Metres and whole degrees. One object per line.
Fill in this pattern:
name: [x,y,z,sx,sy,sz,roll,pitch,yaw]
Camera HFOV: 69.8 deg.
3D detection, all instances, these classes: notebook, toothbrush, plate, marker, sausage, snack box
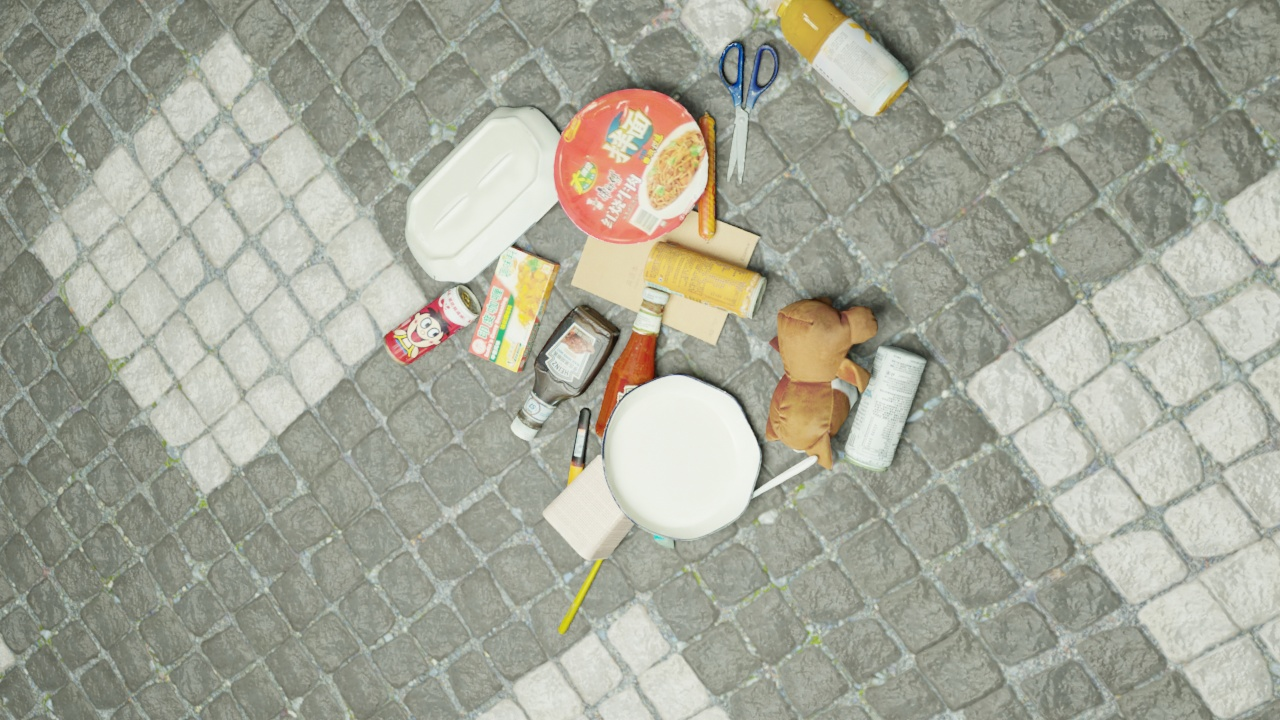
notebook: [0.029,-0.127,1.182,0.211,0.012,0.149,24,102,12]
toothbrush: [0.161,0.158,1.134,0.016,0.016,0.181,44,135,-2]
plate: [0.047,0.121,1.140,0.204,0.046,0.204,4,76,-16]
toothbrush: [-0.070,0.293,1.255,0.016,0.015,0.190,30,103,15]
marker: [-0.083,0.125,1.240,0.018,0.015,0.124,11,97,18]
plate: [-0.214,-0.221,1.211,0.266,0.034,0.162,-39,76,15]
sausage: [0.082,-0.228,1.143,0.021,0.021,0.165,0,90,15]
snack box: [-0.170,-0.070,1.234,0.077,0.027,0.156,23,101,13]

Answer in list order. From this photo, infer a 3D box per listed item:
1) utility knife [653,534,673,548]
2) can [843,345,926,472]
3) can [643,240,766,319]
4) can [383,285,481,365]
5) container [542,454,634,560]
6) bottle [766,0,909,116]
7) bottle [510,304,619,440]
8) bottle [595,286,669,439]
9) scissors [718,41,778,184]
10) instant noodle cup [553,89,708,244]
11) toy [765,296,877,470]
utility knife: [0.022,0.176,1.219,0.029,0.012,0.151,-9,92,14]
can: [0.294,0.058,1.107,0.058,0.058,0.147,18,101,12]
can: [0.079,-0.100,1.134,0.146,0.058,0.058,20,101,13]
can: [-0.284,-0.048,1.254,0.133,0.053,0.053,-32,87,16]
container: [-0.049,0.187,1.191,0.090,0.090,0.111,43,96,21]
bottle: [0.226,-0.368,1.071,0.189,0.068,0.068,45,105,6]
bottle: [-0.108,0.022,1.220,0.080,0.044,0.195,38,105,9]
bottle: [-0.007,0.007,1.182,0.060,0.059,0.206,18,101,12]
scissors: [0.116,-0.309,1.137,0.125,0.012,0.174,36,105,7]
instant noodle cup: [-0.008,-0.233,1.142,0.194,0.066,0.193,-1,86,12]
toy: [0.212,0.024,1.105,0.130,0.140,0.200,4,102,-27]
